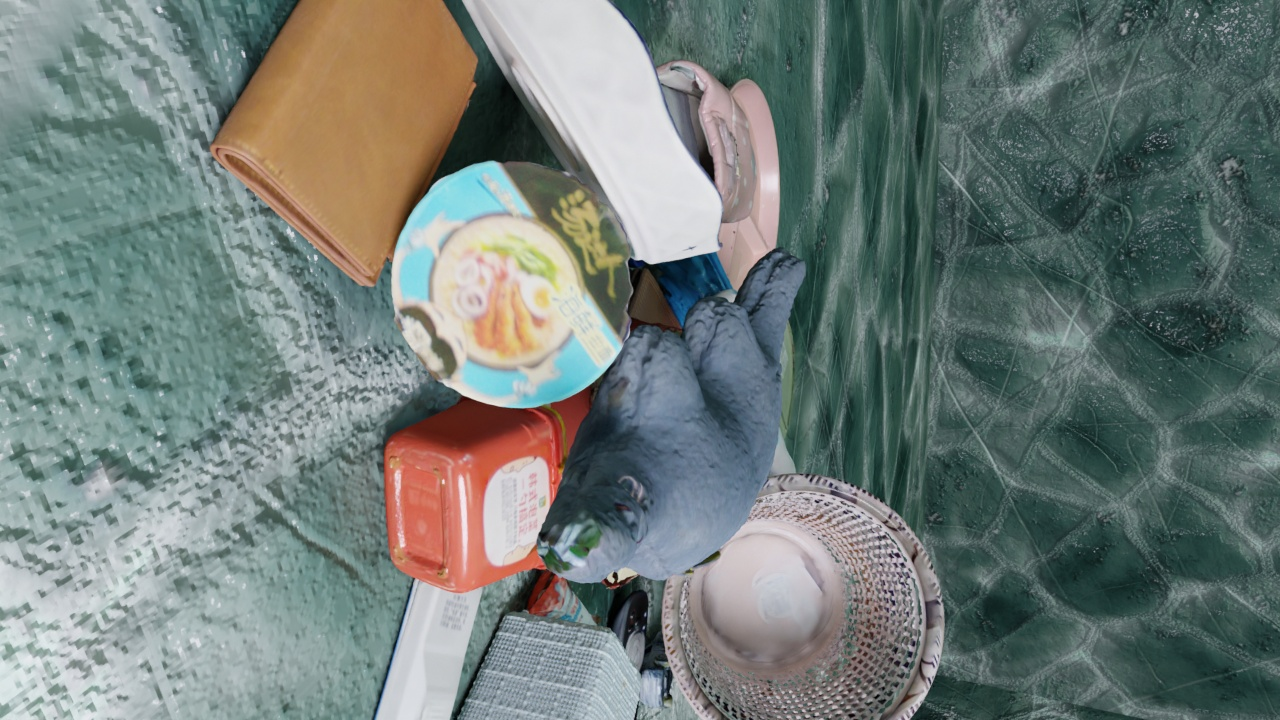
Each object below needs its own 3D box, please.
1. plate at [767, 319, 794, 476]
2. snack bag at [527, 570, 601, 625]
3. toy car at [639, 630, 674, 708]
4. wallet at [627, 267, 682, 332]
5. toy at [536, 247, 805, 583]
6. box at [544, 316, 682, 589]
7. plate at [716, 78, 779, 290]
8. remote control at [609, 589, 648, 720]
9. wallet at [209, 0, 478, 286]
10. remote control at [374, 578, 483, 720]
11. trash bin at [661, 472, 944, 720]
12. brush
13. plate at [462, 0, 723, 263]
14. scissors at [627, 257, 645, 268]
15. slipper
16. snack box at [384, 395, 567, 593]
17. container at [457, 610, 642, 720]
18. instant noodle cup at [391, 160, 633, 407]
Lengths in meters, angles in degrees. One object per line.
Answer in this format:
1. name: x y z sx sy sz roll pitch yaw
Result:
1. plate: 0.135 0.040 1.026 0.230 0.027 0.230 6 90 -67
2. snack bag: -0.052 0.176 0.633 0.048 0.026 0.104 -54 143 -30
3. toy car: 0.016 0.266 0.797 0.090 0.034 0.043 -39 127 -77
4. wallet: -0.004 0.004 0.703 0.101 0.032 0.124 57 44 -49
5. toy: 0.025 0.040 0.494 0.355 0.091 0.138 -43 148 -60
6. box: -0.007 0.061 0.614 0.091 0.077 0.168 -15 112 -37
7. plate: 0.093 -0.152 0.887 0.229 0.028 0.229 6 90 -66
8. remote control: -0.016 0.251 0.733 0.053 0.024 0.136 18 77 -64
9. wallet: -0.121 -0.113 0.408 0.131 0.031 0.108 -70 154 -20
10. remote control: -0.117 0.178 0.491 0.049 0.024 0.124 45 53 -61
11. trash bin: 0.127 0.218 0.818 0.192 0.227 0.227 102 -2 -80
12. brush: 0.089 0.019 0.822 0.060 0.109 0.315 -32 147 -5
13. plate: -0.030 -0.132 0.462 0.045 0.204 0.205 -34 143 -2
14. scissors: 0.007 -0.150 0.715 0.175 0.012 0.162 15 80 -67
15. slipper: 0.037 -0.163 0.681 0.273 0.055 0.114 -2 91 -60
16. snack box: -0.084 0.069 0.475 0.080 0.082 0.091 -18 113 -54
17. container: -0.056 0.224 0.562 0.090 0.090 0.111 70 32 -45
18. instant noodle cup: -0.058 -0.039 0.465 0.120 0.111 0.111 -98 -170 -83
